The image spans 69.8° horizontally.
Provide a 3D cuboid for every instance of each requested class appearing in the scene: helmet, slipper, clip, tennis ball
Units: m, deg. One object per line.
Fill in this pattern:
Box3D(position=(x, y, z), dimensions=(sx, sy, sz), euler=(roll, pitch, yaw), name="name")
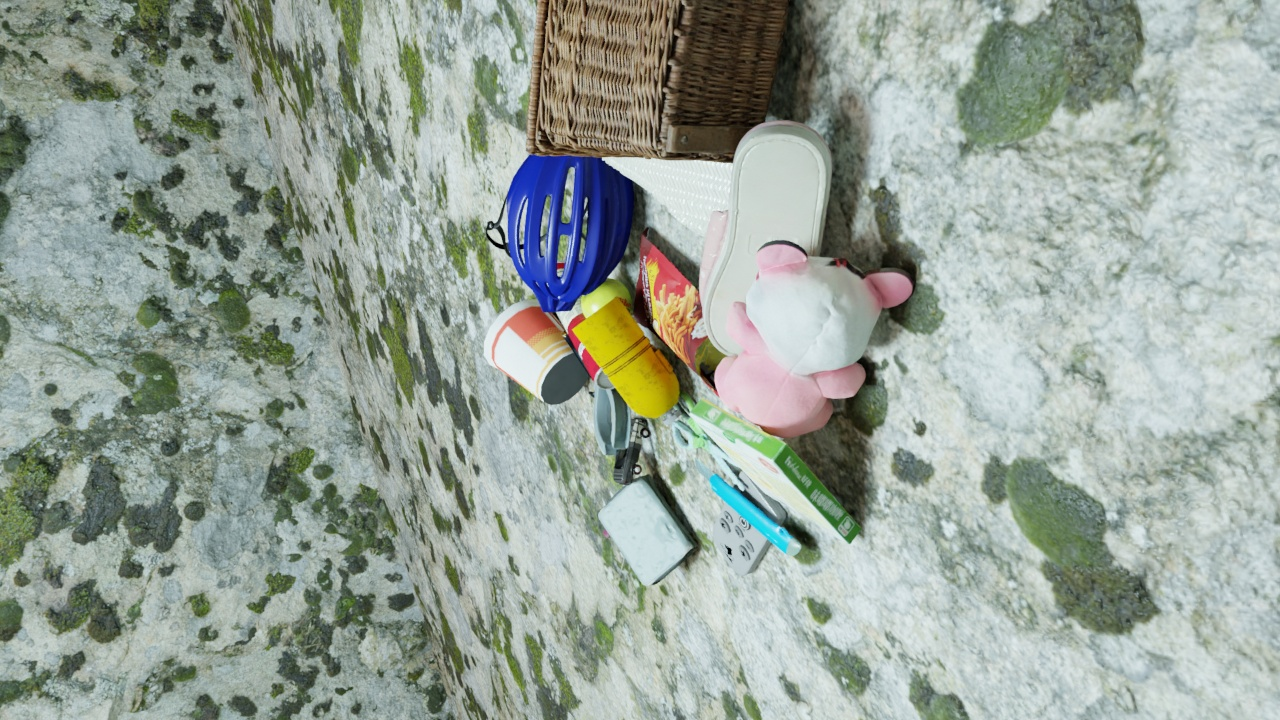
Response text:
Box3D(position=(-0.110, -0.184, 1.147), dimensions=(0.228, 0.147, 0.242), euler=(22, 112, 53), name="helmet")
Box3D(position=(0.117, -0.106, 0.858), dimensions=(0.275, 0.114, 0.054), euler=(96, -175, -47), name="slipper")
Box3D(position=(-0.051, 0.054, 1.270), dimensions=(0.115, 0.028, 0.163), euler=(141, 127, -58), name="clip")
Box3D(position=(0.043, -0.209, 0.968), dimensions=(0.273, 0.053, 0.115), euler=(41, 136, 36), name="slipper")
Box3D(position=(-0.044, -0.074, 1.187), dimensions=(0.065, 0.065, 0.065), euler=(38, 137, 45), name="tennis ball")

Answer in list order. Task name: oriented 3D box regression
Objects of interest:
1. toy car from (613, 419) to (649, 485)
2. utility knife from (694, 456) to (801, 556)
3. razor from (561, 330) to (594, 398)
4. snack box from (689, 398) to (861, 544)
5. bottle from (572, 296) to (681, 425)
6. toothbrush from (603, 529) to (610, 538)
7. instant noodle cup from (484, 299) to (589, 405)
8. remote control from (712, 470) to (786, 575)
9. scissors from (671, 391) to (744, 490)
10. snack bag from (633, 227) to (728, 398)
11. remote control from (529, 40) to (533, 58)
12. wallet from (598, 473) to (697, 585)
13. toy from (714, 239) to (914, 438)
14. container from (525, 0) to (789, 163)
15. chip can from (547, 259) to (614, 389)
Box3D(position=(-0.017, 0.124, 1.262), dimensions=(0.040, 0.037, 0.092), euler=(-9, 66, 63), name="toy car")
Box3D(position=(0.119, 0.167, 1.059), dimensions=(0.185, 0.015, 0.031), euler=(38, 131, 39), name="utility knife")
Box3D(position=(-0.077, 0.009, 1.311), dimensions=(0.043, 0.022, 0.144), euler=(38, 159, 47), name="razor")
Box3D(position=(0.137, 0.113, 0.933), dimensions=(0.168, 0.027, 0.132), euler=(46, 169, -37), name="snack box")
Box3D(position=(-0.007, 0.007, 1.127), dimensions=(0.164, 0.070, 0.071), euler=(53, 152, -5), name="bottle")
Box3D(position=(-0.020, 0.239, 1.383), dimensions=(0.016, 0.016, 0.190), euler=(64, 151, 13), name="toothbrush")
Box3D(position=(-0.146, -0.007, 1.362), dimensions=(0.121, 0.123, 0.124), euler=(40, 140, 32), name="instant noodle cup")
Box3D(position=(0.125, 0.200, 1.104), dimensions=(0.074, 0.019, 0.151), euler=(54, 147, 29), name="remote control")
Box3D(position=(0.080, 0.094, 1.110), dimensions=(0.175, 0.032, 0.093), euler=(30, 127, 53), name="scissors")
Box3D(position=(0.047, -0.054, 1.076), dimensions=(0.208, 0.066, 0.139), euler=(-127, 26, -47), name="snack bag")
Box3D(position=(-0.110, -0.355, 1.187), dimensions=(0.136, 0.013, 0.033), euler=(64, 151, 12), name="remote control")
Box3D(position=(0.011, 0.234, 1.265), dimensions=(0.101, 0.054, 0.131), euler=(-45, 64, 25), name="wallet")
Box3D(position=(0.146, -0.017, 0.839), dimensions=(0.142, 0.084, 0.214), euler=(23, 135, 2), name="toy")
Box3D(position=(0.023, -0.292, 0.811), dimensions=(0.183, 0.161, 0.250), euler=(27, 117, 44), name="container")
Box3D(position=(-0.078, -0.051, 1.242), dimensions=(0.052, 0.051, 0.214), euler=(101, 148, -43), name="chip can")
